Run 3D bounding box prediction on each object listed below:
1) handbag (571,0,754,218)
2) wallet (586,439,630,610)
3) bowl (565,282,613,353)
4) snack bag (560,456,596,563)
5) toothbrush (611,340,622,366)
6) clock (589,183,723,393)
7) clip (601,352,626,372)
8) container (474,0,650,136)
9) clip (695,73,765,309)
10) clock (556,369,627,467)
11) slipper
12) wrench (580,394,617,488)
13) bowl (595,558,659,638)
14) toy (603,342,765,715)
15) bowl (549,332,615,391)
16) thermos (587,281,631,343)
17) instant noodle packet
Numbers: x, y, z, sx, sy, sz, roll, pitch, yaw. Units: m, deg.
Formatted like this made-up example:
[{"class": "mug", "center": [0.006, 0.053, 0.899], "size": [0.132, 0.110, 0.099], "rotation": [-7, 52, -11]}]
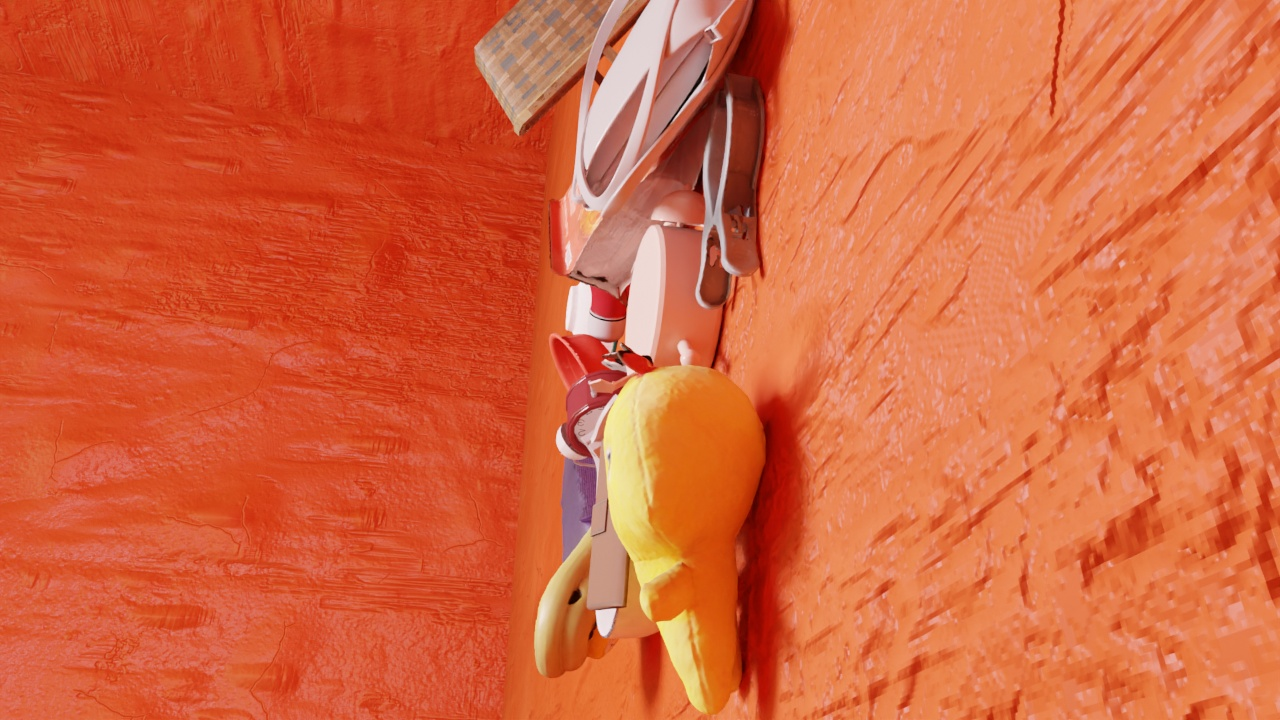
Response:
[{"class": "handbag", "center": [0.007, -0.196, 0.657], "size": [0.216, 0.095, 0.222], "rotation": [-46, 21, 46]}, {"class": "wallet", "center": [-0.017, 0.104, 0.614], "size": [0.088, 0.013, 0.120], "rotation": [136, 140, -68]}, {"class": "bowl", "center": [-0.064, -0.066, 1.209], "size": [0.118, 0.062, 0.118], "rotation": [-175, 91, -80]}, {"class": "snack bag", "center": [-0.057, 0.161, 1.035], "size": [0.205, 0.058, 0.097], "rotation": [-97, 17, -56]}, {"class": "toothbrush", "center": [-0.016, -0.071, 1.080], "size": [0.016, 0.017, 0.190], "rotation": [-96, 16, -78]}, {"class": "clock", "center": [0.014, -0.043, 0.720], "size": [0.131, 0.086, 0.160], "rotation": [115, 165, -61]}, {"class": "clip", "center": [-0.005, 0.007, 0.892], "size": [0.057, 0.054, 0.102], "rotation": [59, 166, 3]}, {"class": "container", "center": [-0.056, -0.358, 1.078], "size": [0.250, 0.186, 0.157], "rotation": [-45, 12, 0]}, {"class": "clip", "center": [0.065, -0.124, 0.619], "size": [0.106, 0.028, 0.163], "rotation": [133, 143, -74]}, {"class": "clock", "center": [-0.032, 0.061, 0.881], "size": [0.044, 0.087, 0.125], "rotation": [-96, 19, -49]}, {"class": "slipper", "center": [-0.025, 0.198, 0.793], "size": [0.190, 0.082, 0.092], "rotation": [-55, -22, -49]}, {"class": "wrench", "center": [-0.017, 0.118, 0.862], "size": [0.018, 0.086, 0.274], "rotation": [41, 146, 31]}, {"class": "bowl", "center": [0.006, 0.145, 0.669], "size": [0.113, 0.063, 0.113], "rotation": [-173, 91, -79]}, {"class": "toy", "center": [0.028, 0.089, 0.525], "size": [0.134, 0.092, 0.207], "rotation": [29, -122, -76]}, {"class": "bowl", "center": [-0.053, 0.018, 1.041], "size": [0.130, 0.045, 0.131], "rotation": [53, 162, 25]}, {"class": "thermos", "center": [-0.027, -0.130, 1.010], "size": [0.073, 0.073, 0.240], "rotation": [-102, 18, -61]}, {"class": "instant noodle packet", "center": [0.002, -0.185, 0.837], "size": [0.221, 0.084, 0.164], "rotation": [-56, 22, 27]}]
